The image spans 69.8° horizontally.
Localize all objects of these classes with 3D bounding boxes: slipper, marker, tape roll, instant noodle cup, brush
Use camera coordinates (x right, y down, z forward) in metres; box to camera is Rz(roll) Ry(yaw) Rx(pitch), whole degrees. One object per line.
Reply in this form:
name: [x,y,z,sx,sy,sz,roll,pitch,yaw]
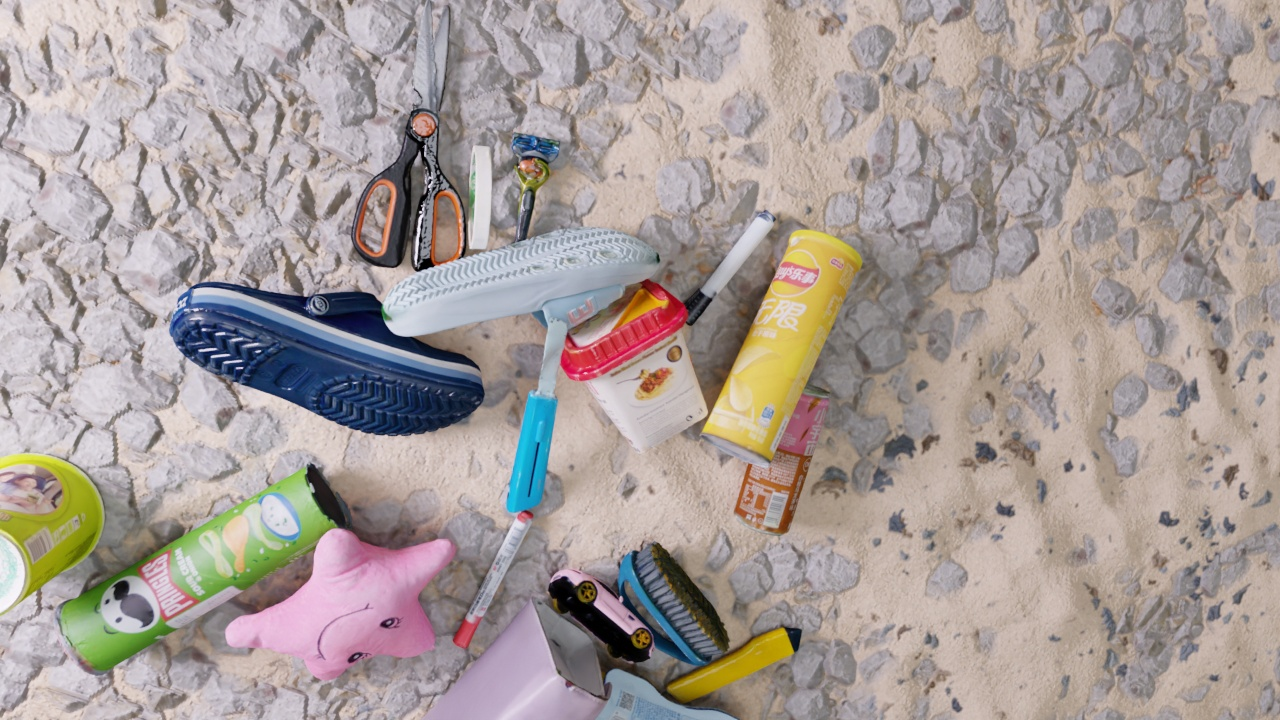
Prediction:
slipper: [-0.092,-0.055,0.775,0.245,0.104,0.074,-17,117,-21]
marker: [-0.140,0.208,0.875,0.017,0.017,0.145,26,94,-17]
marker: [0.081,-0.088,0.866,0.022,0.018,0.131,38,91,-8]
tape roll: [-0.135,-0.137,0.771,0.014,0.086,0.086,1,101,-14]
slipper: [-0.255,-0.010,0.769,0.252,0.105,0.095,20,54,-30]
instant noodle cup: [-0.503,0.143,0.722,0.111,0.123,0.112,-3,102,-13]
instant noodle cup: [-0.005,0.005,0.823,0.116,0.116,0.124,-31,118,-6]
brush: [0.025,0.246,0.903,0.074,0.055,0.144,-31,108,17]

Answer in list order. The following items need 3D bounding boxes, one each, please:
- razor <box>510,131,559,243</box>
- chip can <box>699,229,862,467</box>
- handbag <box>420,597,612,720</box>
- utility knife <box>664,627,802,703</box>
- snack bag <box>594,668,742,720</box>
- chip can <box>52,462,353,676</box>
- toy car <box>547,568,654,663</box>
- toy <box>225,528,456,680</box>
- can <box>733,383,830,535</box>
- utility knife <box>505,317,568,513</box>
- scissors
razor: [-0.104,-0.128,0.813,0.042,0.022,0.143,9,99,-13]
chip can: [0.130,-0.011,0.841,0.072,0.072,0.213,28,81,-17]
handbag: [-0.122,0.337,0.839,0.098,0.145,0.197,41,90,-15]
utility knife: [0.098,0.315,0.952,0.156,0.015,0.033,-22,99,-7]
snack bag: [0.020,0.380,0.913,0.191,0.039,0.110,29,90,-20]
chip can: [-0.369,0.177,0.788,0.236,0.072,0.072,-30,106,-6]
toy car: [-0.036,0.244,0.886,0.122,0.056,0.037,43,49,-9]
toy: [-0.243,0.220,0.819,0.195,0.074,0.178,-42,130,10]
can: [0.137,0.093,0.894,0.058,0.058,0.147,14,98,-15]
utility knife: [-0.089,0.052,0.802,0.034,0.018,0.226,-3,130,-22]
scissors: [-0.175,-0.185,0.789,0.152,0.022,0.234,31,89,-24]
